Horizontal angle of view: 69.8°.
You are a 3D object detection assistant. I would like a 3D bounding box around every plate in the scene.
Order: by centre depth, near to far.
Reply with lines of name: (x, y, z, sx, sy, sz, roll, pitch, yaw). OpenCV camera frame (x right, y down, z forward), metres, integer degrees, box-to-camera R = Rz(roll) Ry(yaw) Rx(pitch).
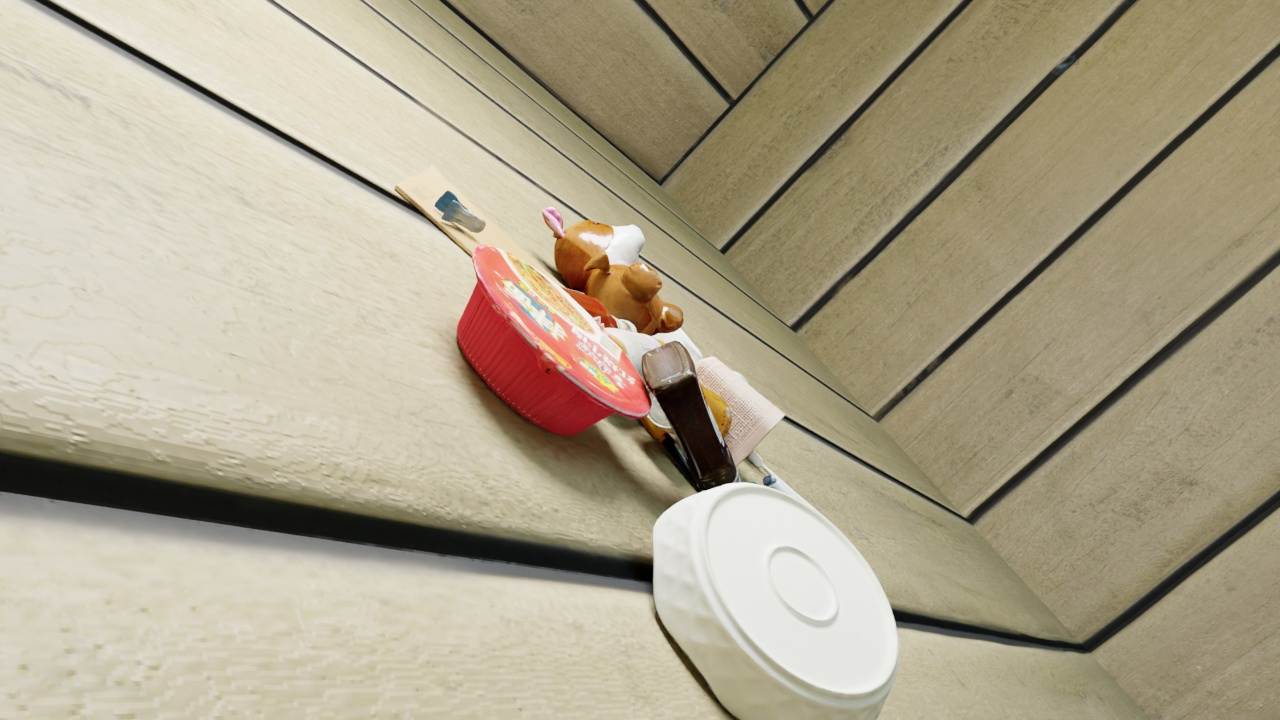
plate: (0.104, 0.170, 0.658, 0.204, 0.046, 0.204, 24, 35, -19)
plate: (0.007, -0.073, 1.274, 0.265, 0.034, 0.162, 53, 8, 36)

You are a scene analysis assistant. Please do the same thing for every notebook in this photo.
notebook: (-0.166, -0.128, 1.000, 0.211, 0.012, 0.149, 42, 14, -12)

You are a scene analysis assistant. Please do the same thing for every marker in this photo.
marker: (0.033, 0.091, 0.920, 0.124, 0.015, 0.018, 52, 13, 20)
marker: (0.199, 0.185, 1.140, 0.130, 0.018, 0.022, 41, 4, -18)

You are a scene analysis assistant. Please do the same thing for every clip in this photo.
clip: (-0.182, -0.148, 0.942, 0.058, 0.027, 0.045, 33, 11, -49)

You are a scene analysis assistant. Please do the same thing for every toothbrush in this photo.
toothbrush: (0.201, 0.176, 1.178, 0.180, 0.016, 0.016, 43, 7, -2)

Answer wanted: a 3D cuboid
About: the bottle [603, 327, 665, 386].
bottle: (-0.006, 0.006, 0.944, 0.068, 0.068, 0.189, 48, 13, 15)

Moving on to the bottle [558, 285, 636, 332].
bottle: (-0.055, -0.036, 0.952, 0.060, 0.060, 0.206, 49, 12, 18)

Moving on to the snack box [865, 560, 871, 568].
snack box: (0.225, 0.233, 1.041, 0.077, 0.027, 0.155, 48, 13, 8)

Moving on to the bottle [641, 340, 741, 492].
bottle: (0.056, 0.077, 0.816, 0.079, 0.044, 0.195, -109, 174, -59)

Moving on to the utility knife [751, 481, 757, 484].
utility knife: (0.152, 0.180, 1.020, 0.029, 0.013, 0.151, 42, 10, -26)

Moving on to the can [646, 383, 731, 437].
can: (0.050, 0.050, 0.926, 0.058, 0.058, 0.146, 49, 7, 20)

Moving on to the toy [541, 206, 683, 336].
toy: (-0.036, -0.111, 1.123, 0.199, 0.130, 0.140, 42, -8, 37)

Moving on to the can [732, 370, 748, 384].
can: (0.120, 0.060, 1.198, 0.058, 0.058, 0.146, 42, 13, -12)

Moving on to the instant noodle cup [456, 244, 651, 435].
instant noodle cup: (-0.080, -0.006, 0.751, 0.194, 0.066, 0.193, 41, 14, -13)

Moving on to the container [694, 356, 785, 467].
container: (0.090, 0.060, 1.038, 0.111, 0.090, 0.090, 43, 12, 9)
